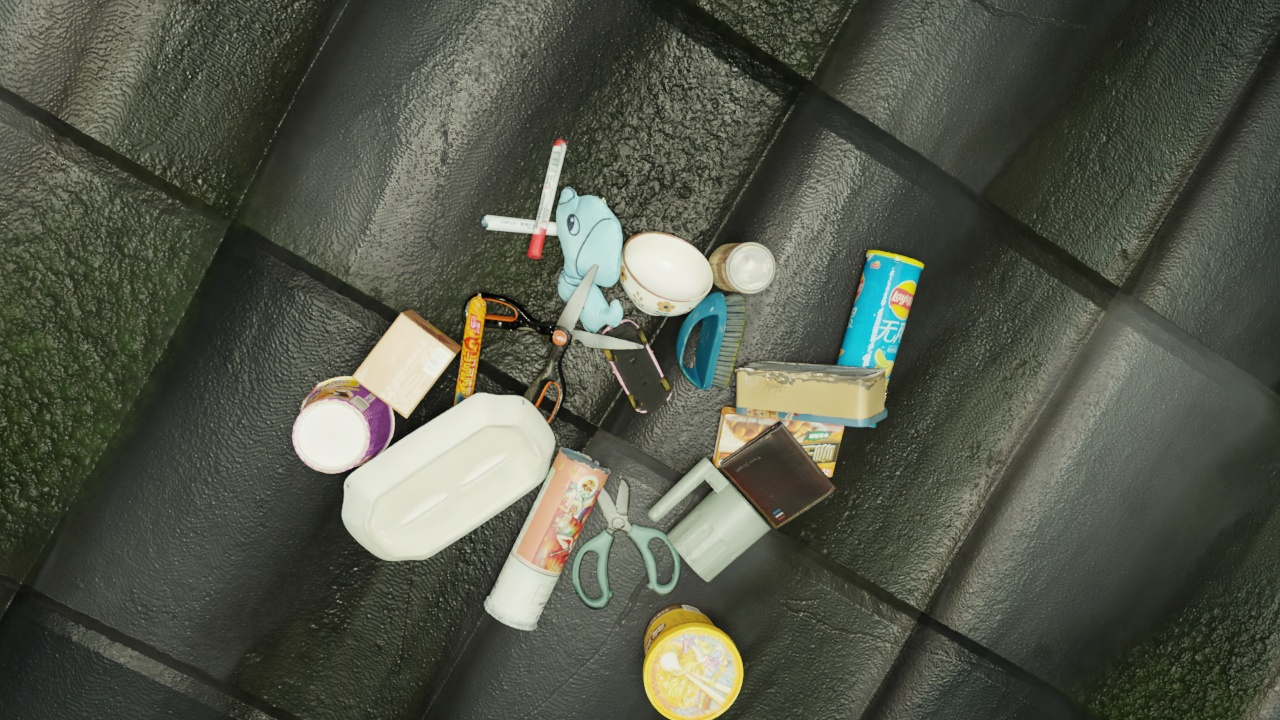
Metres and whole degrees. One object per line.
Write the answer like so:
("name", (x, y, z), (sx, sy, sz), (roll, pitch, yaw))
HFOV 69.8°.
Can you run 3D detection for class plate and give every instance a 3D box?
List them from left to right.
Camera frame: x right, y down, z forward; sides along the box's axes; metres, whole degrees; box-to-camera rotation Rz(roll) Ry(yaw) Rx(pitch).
("plate", (-0.222, 0.147, 1.082), (0.265, 0.034, 0.162), (-32, 123, -3))

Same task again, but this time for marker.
("marker", (-0.125, -0.162, 1.100), (0.130, 0.018, 0.022), (5, 86, -8))
("marker", (-0.110, -0.191, 1.087), (0.017, 0.017, 0.145), (13, 83, -8))

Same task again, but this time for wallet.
("wallet", (0.171, 0.144, 1.144), (0.096, 0.020, 0.122), (-37, 111, 13))

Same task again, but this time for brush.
("brush", (0.080, -0.021, 1.093), (0.073, 0.055, 0.144), (-2, 136, -11))

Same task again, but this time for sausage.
("sausage", (-0.203, -0.002, 1.090), (0.021, 0.021, 0.165), (9, 109, -8))

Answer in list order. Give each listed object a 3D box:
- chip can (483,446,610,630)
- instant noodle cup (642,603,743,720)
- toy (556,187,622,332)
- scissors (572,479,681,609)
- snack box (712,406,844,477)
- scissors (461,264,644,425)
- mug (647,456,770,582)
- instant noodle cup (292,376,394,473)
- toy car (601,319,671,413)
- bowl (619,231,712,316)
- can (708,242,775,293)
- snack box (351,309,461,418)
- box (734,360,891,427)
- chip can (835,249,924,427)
("chip can", (-0.113, 0.215, 1.116), (0.071, 0.071, 0.215), (25, 92, -9))
("instant noodle cup", (0.056, 0.364, 1.130), (0.118, 0.114, 0.118), (-1, 97, -6))
("toy", (-0.059, -0.120, 1.066), (0.049, 0.157, 0.161), (-20, 69, -43))
("scissors", (-0.037, 0.240, 1.154), (0.172, 0.019, 0.176), (-31, 100, -2))
("snack box", (0.172, 0.103, 1.152), (0.153, 0.026, 0.075), (6, 110, -7))
("scissors", (-0.109, -0.017, 1.078), (0.234, 0.021, 0.221), (15, 113, 13))
("mug", (0.082, 0.196, 1.131), (0.103, 0.083, 0.124), (-43, 102, 1))
("instant noodle cup", (-0.348, 0.080, 1.060), (0.111, 0.099, 0.111), (-1, 98, -6))
("toy car", (-0.007, 0.007, 1.125), (0.056, 0.037, 0.122), (-27, 111, -1))
("bowl", (0.024, -0.094, 1.093), (0.113, 0.113, 0.062), (18, 137, -8))
("can", (0.117, -0.110, 1.084), (0.058, 0.116, 0.058), (-1, 97, -8))
("snack box", (-0.268, 0.001, 1.062), (0.077, 0.094, 0.093), (38, 91, -9))
("box", (0.206, 0.038, 1.085), (0.185, 0.089, 0.062), (7, 101, 34))
("chip can", (0.286, -0.027, 1.136), (0.071, 0.071, 0.210), (15, 94, -8))
